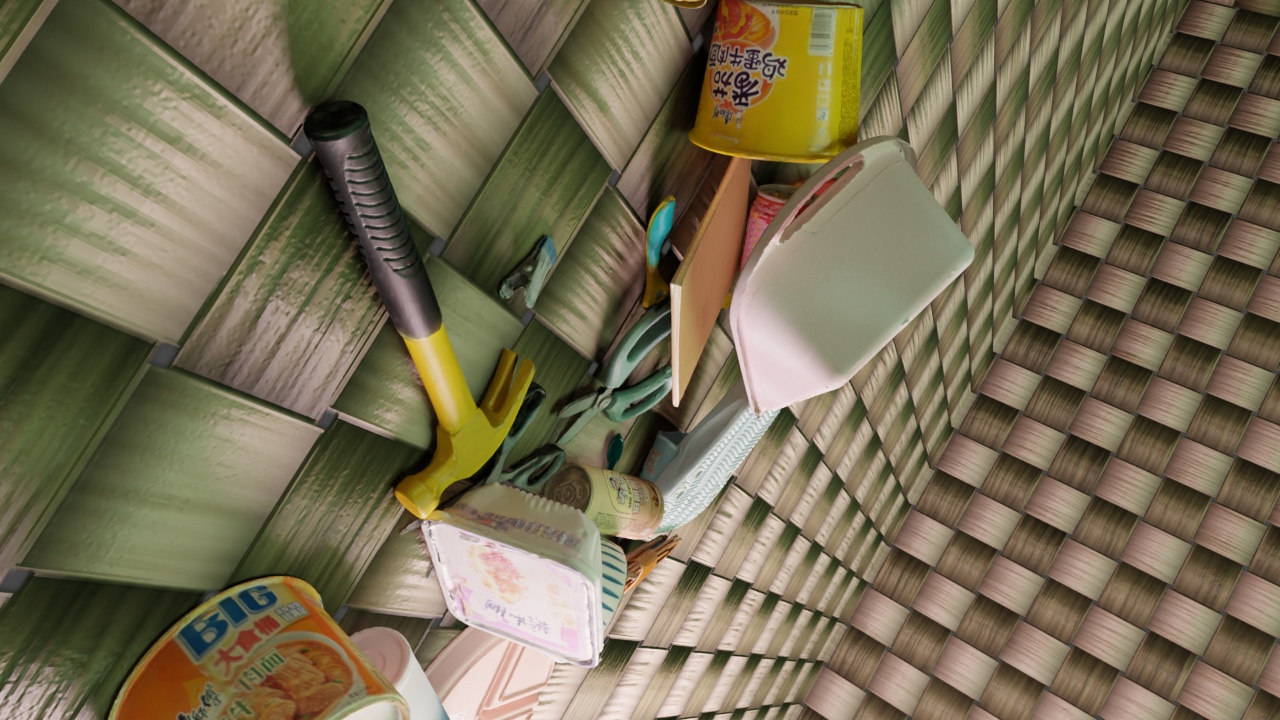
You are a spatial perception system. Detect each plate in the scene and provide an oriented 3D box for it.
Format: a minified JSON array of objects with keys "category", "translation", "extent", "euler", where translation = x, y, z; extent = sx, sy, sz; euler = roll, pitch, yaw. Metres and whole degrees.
[{"category":"plate","translation":[-0.156,0.333,0.868],"extent":[0.228,0.028,0.230],"euler":[-40,146,-35]}]

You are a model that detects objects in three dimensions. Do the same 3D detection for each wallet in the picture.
[{"category":"wallet","translation":[-0.021,0.228,0.967],"extent":[0.119,0.035,0.130],"euler":[-45,165,35]}]

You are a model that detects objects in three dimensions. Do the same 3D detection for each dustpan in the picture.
[{"category":"dustpan","translation":[0.161,-0.076,0.790],"extent":[0.222,0.139,0.273],"euler":[-43,-179,-9]}]

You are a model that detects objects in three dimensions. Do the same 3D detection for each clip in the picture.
[{"category":"clip","translation":[-0.075,-0.063,0.648],"extent":[0.056,0.027,0.024],"euler":[-58,156,-30]}]

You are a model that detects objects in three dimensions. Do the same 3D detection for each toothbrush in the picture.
[{"category":"toothbrush","translation":[-0.043,0.153,0.911],"extent":[0.018,0.016,0.192],"euler":[-88,-168,-64]}]

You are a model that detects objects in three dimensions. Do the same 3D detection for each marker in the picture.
[{"category":"marker","translation":[0.057,-0.062,0.888],"extent":[0.124,0.015,0.018],"euler":[1,113,-58]}]

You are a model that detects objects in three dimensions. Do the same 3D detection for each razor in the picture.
[{"category":"razor","translation":[0.017,-0.088,0.772],"extent":[0.043,0.028,0.133],"euler":[-33,148,-26]}]

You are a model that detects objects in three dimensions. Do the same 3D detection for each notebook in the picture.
[{"category":"notebook","translation":[0.064,-0.083,0.817],"extent":[0.150,0.012,0.210],"euler":[87,22,-48]}]

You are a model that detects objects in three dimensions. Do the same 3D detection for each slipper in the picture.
[{"category":"slipper","translation":[0.057,0.092,0.960],"extent":[0.104,0.074,0.246],"euler":[5,127,-55]}]

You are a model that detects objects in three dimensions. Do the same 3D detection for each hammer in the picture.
[{"category":"hammer","translation":[-0.135,-0.024,0.562],"extent":[0.128,0.033,0.301],"euler":[-48,150,-27]}]

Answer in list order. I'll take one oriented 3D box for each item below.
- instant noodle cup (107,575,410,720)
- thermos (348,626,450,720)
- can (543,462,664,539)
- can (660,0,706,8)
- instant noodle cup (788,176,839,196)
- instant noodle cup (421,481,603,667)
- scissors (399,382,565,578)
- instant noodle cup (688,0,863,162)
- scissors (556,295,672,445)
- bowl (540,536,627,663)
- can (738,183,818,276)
[{"category":"instant noodle cup","translation":[-0.220,0.225,0.556],"extent":[0.151,0.111,0.152],"euler":[-41,146,-36]},{"category":"thermos","translation":[-0.176,0.295,0.717],"extent":[0.070,0.070,0.221],"euler":[-44,140,-32]},{"category":"can","translation":[-0.031,0.130,0.840],"extent":[0.116,0.058,0.058],"euler":[23,94,-52]},{"category":"can","translation":[0.031,-0.286,0.561],"extent":[0.111,0.075,0.075],"euler":[-64,153,2]},{"category":"instant noodle cup","translation":[0.201,-0.130,0.954],"extent":[0.108,0.138,0.138],"euler":[-36,144,-55]},{"category":"instant noodle cup","translation":[-0.086,0.161,0.711],"extent":[0.174,0.138,0.060],"euler":[90,20,-51]},{"category":"scissors","translation":[-0.119,0.097,0.731],"extent":[0.181,0.014,0.159],"euler":[-61,151,5]},{"category":"instant noodle cup","translation":[0.109,-0.221,0.710],"extent":[0.137,0.138,0.110],"euler":[-27,128,-49]},{"category":"scissors","translation":[-0.005,0.004,0.810],"extent":[0.169,0.019,0.181],"euler":[-17,143,-50]},{"category":"bowl","translation":[-0.073,0.202,0.821],"extent":[0.066,0.116,0.116],"euler":[36,80,-22]},{"category":"can","translation":[0.134,-0.118,0.889],"extent":[0.066,0.066,0.094],"euler":[-26,131,-50]}]
